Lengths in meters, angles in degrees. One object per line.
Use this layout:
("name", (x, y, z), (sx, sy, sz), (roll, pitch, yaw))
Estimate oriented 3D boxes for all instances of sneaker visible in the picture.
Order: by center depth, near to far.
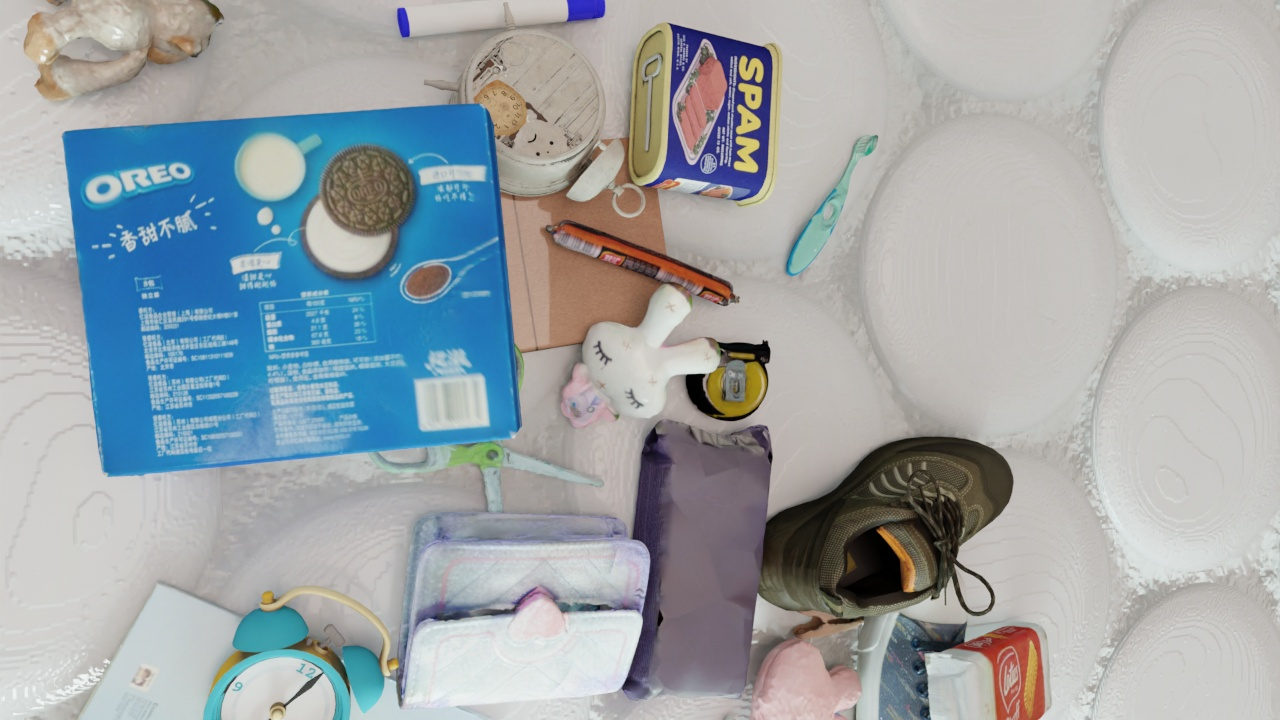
("sneaker", (0.208, 0.123, 0.684), (0.237, 0.143, 0.101), (-23, 99, -19))
("sneaker", (0.223, 0.277, 0.728), (0.087, 0.079, 0.235), (11, 88, -21))

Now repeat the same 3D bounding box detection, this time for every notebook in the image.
("notebook", (-0.236, 0.275, 0.591), (0.253, 0.009, 0.181), (31, 80, -19))
("notebook", (-0.081, -0.077, 0.640), (0.208, 0.008, 0.141), (-10, 95, -20))

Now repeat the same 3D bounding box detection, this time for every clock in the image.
("clock", (-0.216, 0.204, 0.570), (0.099, 0.044, 0.129), (36, 85, -18))
("clock", (-0.056, -0.154, 0.608), (0.157, 0.061, 0.103), (41, 73, -7))

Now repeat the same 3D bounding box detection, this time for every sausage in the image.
("sausage", (0.005, -0.070, 0.656), (0.155, 0.020, 0.020), (18, 85, -20))

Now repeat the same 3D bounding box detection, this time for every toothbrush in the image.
("toothbrush", (0.151, -0.123, 0.721), (0.022, 0.017, 0.135), (35, 79, -22))

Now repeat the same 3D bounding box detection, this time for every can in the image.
("can", (0.045, -0.174, 0.653), (0.092, 0.057, 0.116), (4, 89, -26))

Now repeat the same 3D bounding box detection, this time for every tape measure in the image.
("tape measure", (0.066, 0.015, 0.684), (0.061, 0.034, 0.061), (1, 93, -20))

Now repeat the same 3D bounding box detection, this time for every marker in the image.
("marker", (-0.093, -0.237, 0.624), (0.141, 0.020, 0.020), (-13, 96, -20))

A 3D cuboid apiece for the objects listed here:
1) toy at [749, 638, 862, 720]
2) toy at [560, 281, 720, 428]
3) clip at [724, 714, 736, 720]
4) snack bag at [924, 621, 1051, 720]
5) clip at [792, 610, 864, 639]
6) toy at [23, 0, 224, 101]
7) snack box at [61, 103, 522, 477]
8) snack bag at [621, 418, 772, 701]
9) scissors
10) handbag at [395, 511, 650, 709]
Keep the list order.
("toy", (0.129, 0.270, 0.710), (0.105, 0.053, 0.108), (15, 83, -32))
("toy", (-0.004, 0.004, 0.644), (0.123, 0.038, 0.079), (-36, 106, 6))
("clip", (0.055, 0.325, 0.690), (0.055, 0.045, 0.101), (46, 77, -3))
("snack bag", (0.272, 0.250, 0.704), (0.225, 0.041, 0.077), (13, 73, -55))
("clip", (0.147, 0.208, 0.727), (0.059, 0.026, 0.052), (36, 81, -17))
("toy", (-0.299, -0.201, 0.530), (0.105, 0.074, 0.085), (-9, 82, -24))
("snack box", (-0.197, -0.041, 0.541), (0.239, 0.056, 0.195), (-5, 93, -4))
("snack bag", (0.043, 0.147, 0.667), (0.096, 0.058, 0.205), (7, 90, -20))
("scissors", (-0.108, 0.065, 0.630), (0.172, 0.023, 0.171), (-6, 97, -22))
("handbag", (-0.078, 0.172, 0.616), (0.158, 0.069, 0.126), (5, 99, -23))
